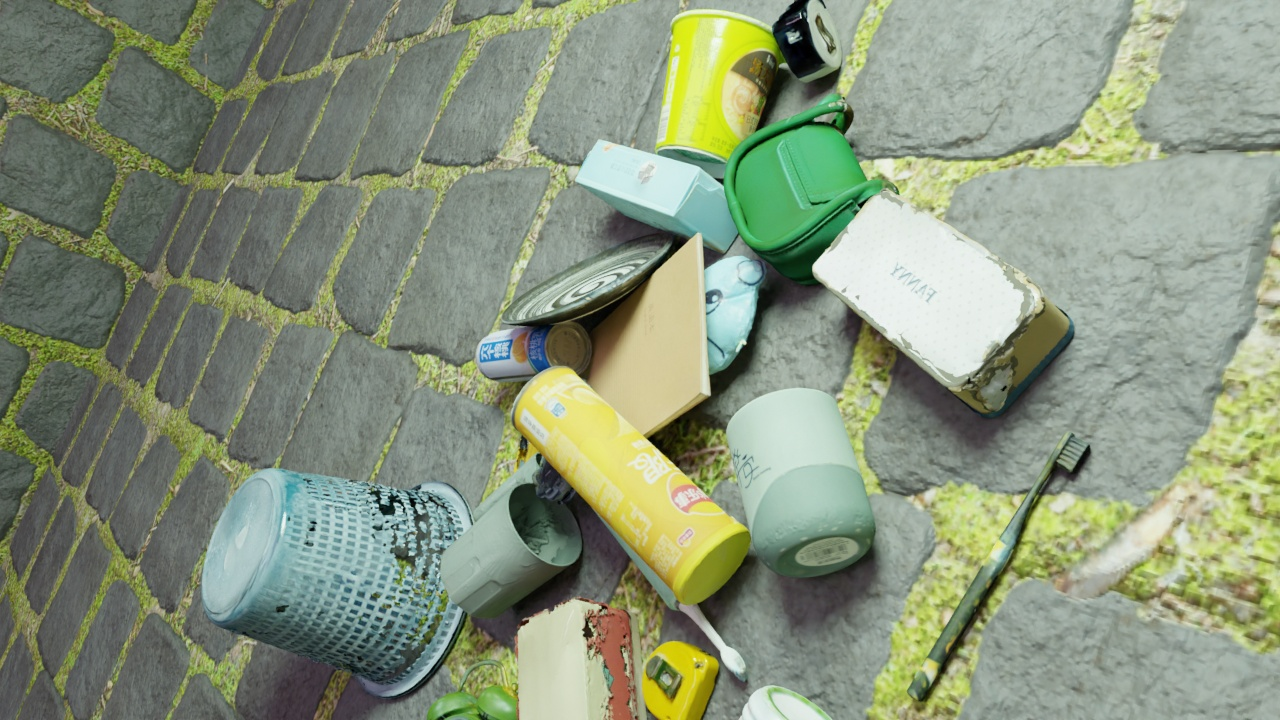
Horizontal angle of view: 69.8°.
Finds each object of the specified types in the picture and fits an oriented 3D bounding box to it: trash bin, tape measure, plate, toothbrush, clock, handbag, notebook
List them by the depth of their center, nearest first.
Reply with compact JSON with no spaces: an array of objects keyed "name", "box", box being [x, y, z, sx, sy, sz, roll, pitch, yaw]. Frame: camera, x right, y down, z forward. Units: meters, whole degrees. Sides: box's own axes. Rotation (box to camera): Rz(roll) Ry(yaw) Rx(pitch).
[{"name":"toothbrush","box":[0.213,0.125,0.548,0.017,0.012,0.186,33,93,39]},{"name":"tape measure","box":[0.025,0.235,0.670,0.057,0.029,0.060,16,81,50]},{"name":"toothbrush","box":[0.018,0.166,0.719,0.026,0.027,0.224,-34,40,-11]},{"name":"handbag","box":[0.134,-0.137,0.733,0.120,0.068,0.131,-37,47,26]},{"name":"clock","box":[-0.136,0.333,0.763,0.116,0.056,0.161,-23,53,36]},{"name":"notebook","box":[-0.005,0.005,0.794,0.212,0.012,0.149,-39,43,49]},{"name":"tape measure","box":[0.148,-0.279,0.800,0.034,0.066,0.065,-14,32,38]},{"name":"plate","box":[-0.047,-0.070,0.860,0.179,0.024,0.179,-24,16,7]},{"name":"trash bin","box":[-0.307,0.205,0.907,0.227,0.195,0.226,-24,53,36]}]

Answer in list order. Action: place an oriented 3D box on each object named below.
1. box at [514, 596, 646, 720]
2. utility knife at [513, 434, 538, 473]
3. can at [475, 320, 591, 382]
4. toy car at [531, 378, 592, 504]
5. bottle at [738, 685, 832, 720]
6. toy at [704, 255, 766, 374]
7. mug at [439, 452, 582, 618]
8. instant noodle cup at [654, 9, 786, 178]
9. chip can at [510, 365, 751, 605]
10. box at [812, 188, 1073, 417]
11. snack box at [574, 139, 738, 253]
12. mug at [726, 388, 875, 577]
[{"name":"box","box":[-0.050,0.271,0.692,0.092,0.077,0.168,-31,49,32]},{"name":"utility knife","box":[-0.108,0.076,0.907,0.033,0.015,0.214,-11,61,46]},{"name":"can","box":[-0.108,-0.007,0.900,0.135,0.053,0.053,-5,65,51]},{"name":"toy car","box":[-0.065,0.071,0.822,0.054,0.036,0.120,-47,27,44]},{"name":"bottle","box":[0.055,0.304,0.576,0.068,0.068,0.197,36,101,50]},{"name":"toy","box":[0.044,-0.033,0.786,0.162,0.049,0.156,-55,39,19]},{"name":"mug","box":[-0.118,0.157,0.828,0.104,0.083,0.123,-41,34,25]},{"name":"instant noodle cup","box":[0.067,-0.236,0.839,0.112,0.111,0.123,11,86,49]},{"name":"chip can","box":[-0.013,0.092,0.712,0.213,0.072,0.072,40,100,31]},{"name":"box","box":[0.195,-0.046,0.627,0.090,0.061,0.184,-50,40,13]},{"name":"snack box","box":[0.017,-0.157,0.861,0.175,0.074,0.051,30,91,50]},{"name":"mug","box":[0.105,0.094,0.635,0.112,0.082,0.106,115,151,-48]}]
